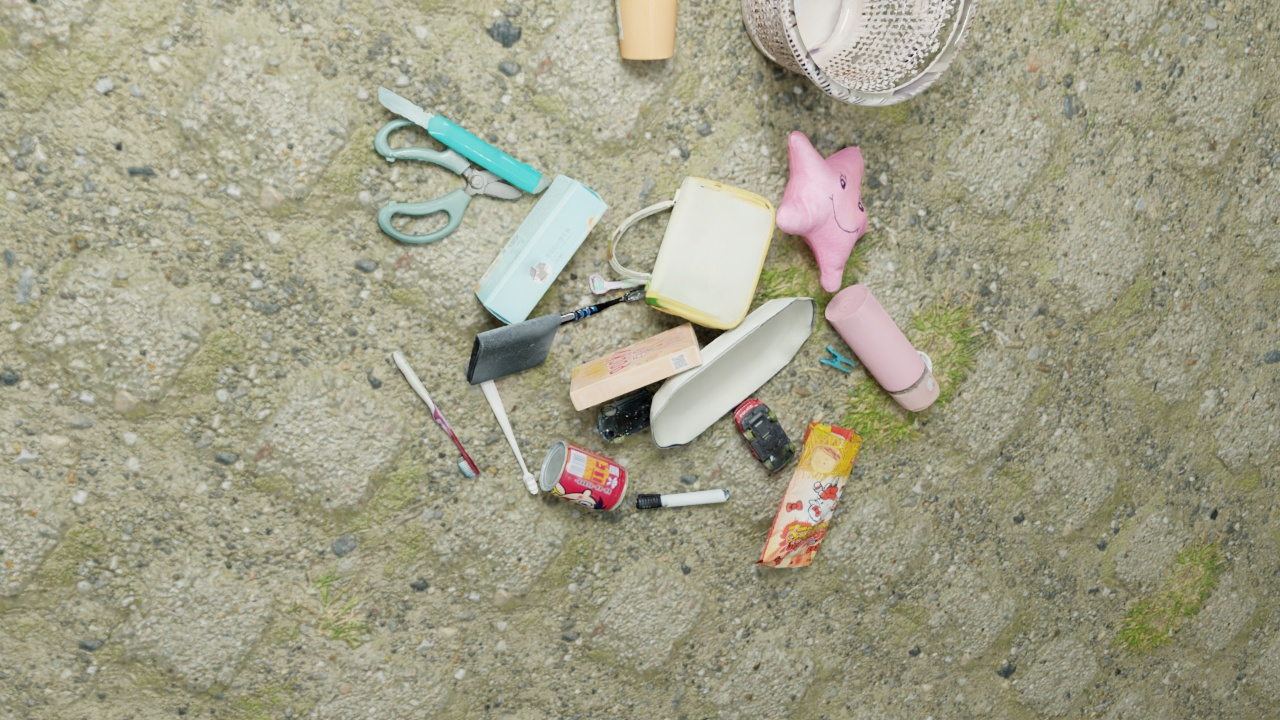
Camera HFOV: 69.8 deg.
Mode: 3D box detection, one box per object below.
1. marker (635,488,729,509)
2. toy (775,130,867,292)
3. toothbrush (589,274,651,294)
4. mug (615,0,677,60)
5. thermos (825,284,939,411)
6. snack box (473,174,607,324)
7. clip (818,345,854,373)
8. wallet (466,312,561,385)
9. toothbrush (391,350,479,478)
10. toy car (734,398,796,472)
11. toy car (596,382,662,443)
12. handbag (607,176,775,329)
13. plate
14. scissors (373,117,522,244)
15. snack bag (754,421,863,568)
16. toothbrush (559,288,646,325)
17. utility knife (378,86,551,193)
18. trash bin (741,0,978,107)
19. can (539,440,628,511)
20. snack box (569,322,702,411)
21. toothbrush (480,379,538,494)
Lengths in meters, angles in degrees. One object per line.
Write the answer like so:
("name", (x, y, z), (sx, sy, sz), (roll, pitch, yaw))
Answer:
("marker", (0.057, 0.183, 1.221), (0.130, 0.018, 0.022), (-3, 99, -18))
("toy", (0.226, -0.200, 1.117), (0.194, 0.075, 0.178), (45, 63, -38))
("toothbrush", (0.030, -0.103, 1.119), (0.189, 0.029, 0.021), (-9, 150, -18))
("mug", (0.006, -0.390, 0.989), (0.078, 0.078, 0.123), (-8, 114, -17))
("thermos", (0.332, -0.019, 1.230), (0.198, 0.067, 0.087), (44, 60, -25))
("snack box", (-0.114, -0.124, 1.030), (0.051, 0.074, 0.175), (35, 93, -26))
("clip", (0.267, 0.000, 1.237), (0.057, 0.014, 0.048), (27, 94, -25))
("wallet", (-0.144, -0.011, 1.038), (0.097, 0.121, 0.019), (-16, 70, -23))
("toothbrush", (-0.242, 0.066, 1.080), (0.017, 0.016, 0.187), (-28, 115, 1))
("toy car", (0.164, 0.098, 1.215), (0.053, 0.045, 0.120), (-37, 126, -4))
("toy car", (-0.009, 0.065, 1.151), (0.105, 0.031, 0.049), (-25, 114, -19))
("handbag", (0.055, -0.134, 1.090), (0.178, 0.063, 0.163), (18, 88, -6))
("plate", (0.110, 0.008, 1.131), (0.265, 0.034, 0.162), (-37, 153, -11))
("scissors", (-0.214, -0.181, 1.008), (0.177, 0.019, 0.169), (16, 100, -26))
("snack bag", (0.231, 0.189, 1.253), (0.128, 0.073, 0.208), (5, 107, -46))
("toothbrush", (-0.076, -0.054, 1.099), (0.189, 0.016, 0.014), (-19, 107, -12))
("utility knife", (-0.187, -0.234, 0.986), (0.209, 0.013, 0.029), (27, 87, -30))
("trash bin", (0.213, -0.395, 0.990), (0.227, 0.192, 0.228), (-6, 109, -18))
("can", (-0.069, 0.145, 1.137), (0.093, 0.066, 0.066), (23, 98, -25))
("snack box", (-0.006, 0.006, 1.081), (0.157, 0.084, 0.026), (-21, 110, 6))
("toothbrush", (-0.161, 0.086, 1.113), (0.016, 0.016, 0.180), (-25, 112, -14))
